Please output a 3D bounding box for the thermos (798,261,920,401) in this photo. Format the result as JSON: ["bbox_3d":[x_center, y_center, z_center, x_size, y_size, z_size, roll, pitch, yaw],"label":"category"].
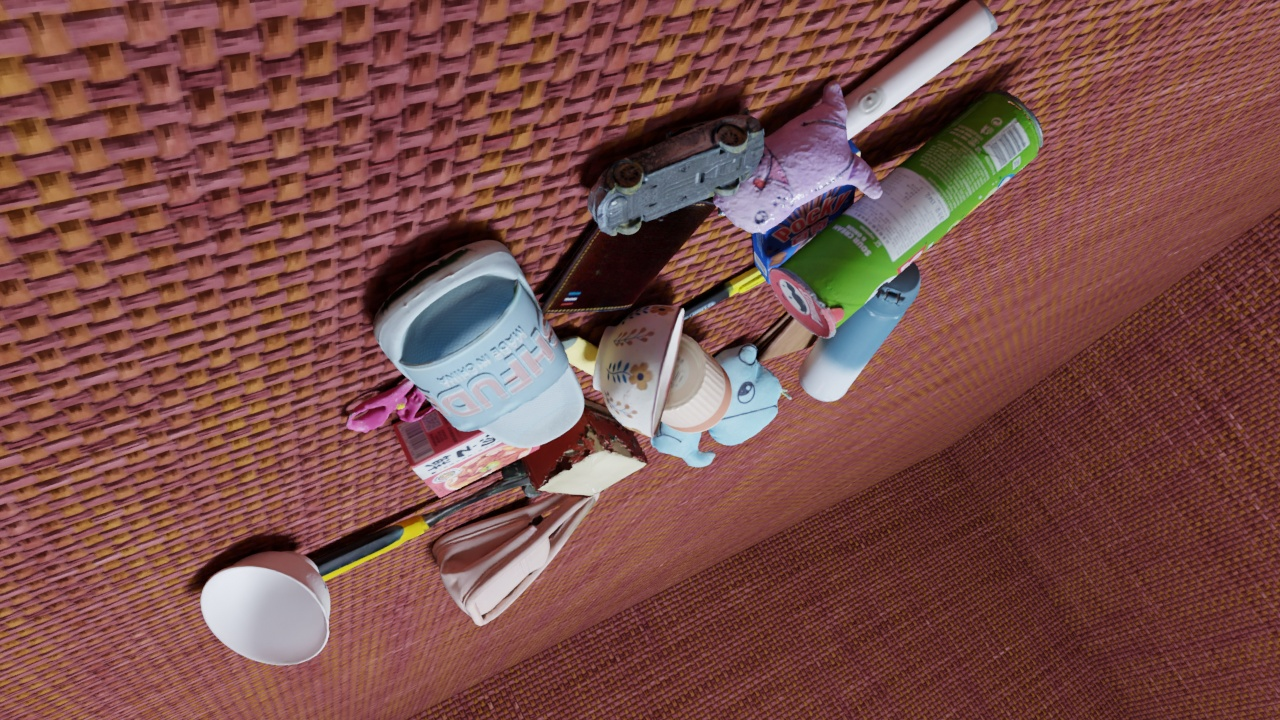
[{"bbox_3d":[0.244,-0.035,1.030,0.070,0.070,0.221,-21,154,-25],"label":"thermos"}]

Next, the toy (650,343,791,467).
[{"bbox_3d":[0.089,0.053,1.033,0.156,0.049,0.162,1,117,3],"label":"toy"}]

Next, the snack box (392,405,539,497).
[{"bbox_3d":[-0.136,0.061,0.793,0.127,0.044,0.113,-27,161,-9],"label":"snack box"}]

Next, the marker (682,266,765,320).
[{"bbox_3d":[0.068,-0.057,0.835,0.124,0.015,0.018,-29,158,2],"label":"marker"}]

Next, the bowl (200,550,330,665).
[{"bbox_3d":[-0.335,0.216,0.850,0.118,0.118,0.064,-37,-161,22],"label":"bowl"}]

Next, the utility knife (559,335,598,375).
[{"bbox_3d":[-0.046,0.001,0.813,0.031,0.019,0.173,-28,161,7],"label":"utility knife"}]

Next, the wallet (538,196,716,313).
[{"bbox_3d":[-0.010,-0.079,0.661,0.096,0.020,0.123,-10,151,-45],"label":"wallet"}]

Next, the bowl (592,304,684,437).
[{"bbox_3d":[-0.005,0.005,0.781,0.062,0.113,0.113,11,161,6],"label":"bowl"}]

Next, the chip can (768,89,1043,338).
[{"bbox_3d":[0.213,-0.118,0.736,0.236,0.072,0.072,-40,162,-7],"label":"chip can"}]

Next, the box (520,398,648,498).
[{"bbox_3d":[-0.055,0.101,0.962,0.091,0.079,0.168,-32,162,10],"label":"box"}]

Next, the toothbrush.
[{"bbox_3d":[0.143,-0.169,0.639,0.221,0.027,0.026,-35,-178,18],"label":"toothbrush"}]

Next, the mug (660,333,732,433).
[{"bbox_3d":[0.023,0.024,0.893,0.115,0.081,0.106,-8,164,15],"label":"mug"}]

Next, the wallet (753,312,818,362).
[{"bbox_3d":[0.189,-0.044,1.041,0.101,0.020,0.116,-15,154,-40],"label":"wallet"}]

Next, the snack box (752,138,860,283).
[{"bbox_3d":[0.132,-0.119,0.747,0.084,0.026,0.157,-31,162,0],"label":"snack box"}]

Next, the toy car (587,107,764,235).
[{"bbox_3d":[0.022,-0.118,0.574,0.120,0.036,0.054,-26,159,-11],"label":"toy car"}]

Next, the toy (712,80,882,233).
[{"bbox_3d":[0.100,-0.126,0.619,0.108,0.084,0.039,-26,-178,5],"label":"toy"}]

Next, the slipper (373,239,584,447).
[{"bbox_3d":[-0.097,0.011,0.633,0.104,0.074,0.245,-30,150,-1],"label":"slipper"}]

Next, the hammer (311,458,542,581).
[{"bbox_3d":[-0.245,0.174,0.948,0.322,0.032,0.126,-24,160,-15],"label":"hammer"}]

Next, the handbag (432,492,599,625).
[{"bbox_3d":[-0.147,0.232,1.187,0.233,0.093,0.194,-33,162,-16],"label":"handbag"}]

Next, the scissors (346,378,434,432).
[{"bbox_3d":[-0.157,0.012,0.688,0.137,0.017,0.096,-40,158,17],"label":"scissors"}]
